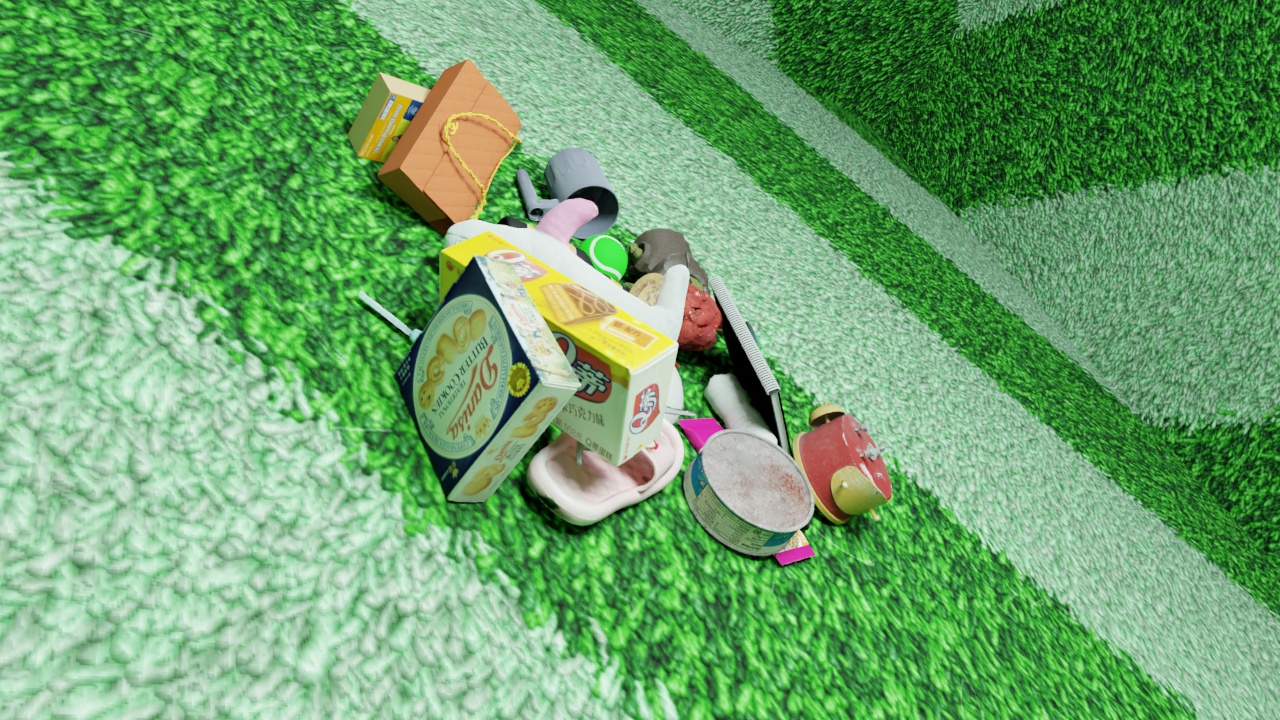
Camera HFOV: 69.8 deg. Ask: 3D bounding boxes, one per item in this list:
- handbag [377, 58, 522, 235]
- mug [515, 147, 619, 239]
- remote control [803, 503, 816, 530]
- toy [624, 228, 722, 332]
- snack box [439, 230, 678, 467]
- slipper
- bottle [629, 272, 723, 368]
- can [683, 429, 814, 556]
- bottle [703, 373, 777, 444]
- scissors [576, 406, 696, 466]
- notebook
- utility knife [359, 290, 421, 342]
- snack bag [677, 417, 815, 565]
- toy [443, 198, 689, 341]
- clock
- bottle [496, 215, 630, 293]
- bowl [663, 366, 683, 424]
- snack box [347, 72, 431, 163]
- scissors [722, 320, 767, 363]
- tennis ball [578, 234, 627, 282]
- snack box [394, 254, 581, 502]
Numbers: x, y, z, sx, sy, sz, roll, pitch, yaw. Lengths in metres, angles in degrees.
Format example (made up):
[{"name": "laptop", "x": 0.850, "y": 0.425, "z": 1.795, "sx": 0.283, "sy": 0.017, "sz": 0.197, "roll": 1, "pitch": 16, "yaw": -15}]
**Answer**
[{"name": "handbag", "x": -0.201, "y": -0.237, "z": 1.031, "sx": 0.109, "sy": 0.060, "sz": 0.171, "roll": 45, "pitch": 54, "yaw": -37}, {"name": "mug", "x": -0.101, "y": -0.226, "z": 1.235, "sx": 0.123, "sy": 0.084, "sz": 0.104, "roll": -6, "pitch": 44, "yaw": -18}, {"name": "remote control", "x": 0.195, "y": 0.153, "z": 1.074, "sx": 0.033, "sy": 0.015, "sz": 0.146, "roll": 40, "pitch": 27, "yaw": 2}, {"name": "toy", "x": 0.042, "y": -0.111, "z": 1.218, "sx": 0.179, "sy": 0.078, "sz": 0.152, "roll": 21, "pitch": 33, "yaw": -36}, {"name": "snack box", "x": -0.080, "y": -0.016, "z": 0.814, "sx": 0.230, "sy": 0.110, "sz": 0.061, "roll": 32, "pitch": 43, "yaw": 26}, {"name": "slipper", "x": -0.028, "y": 0.088, "z": 0.859, "sx": 0.107, "sy": 0.056, "sz": 0.221, "roll": 43, "pitch": 28, "yaw": 12}, {"name": "bottle", "x": 0.038, "y": -0.051, "z": 1.104, "sx": 0.111, "sy": 0.099, "sz": 0.099, "roll": 18, "pitch": 33, "yaw": -48}, {"name": "can", "x": 0.111, "y": 0.134, "z": 0.944, "sx": 0.130, "sy": 0.044, "sz": 0.129, "roll": 19, "pitch": 38, "yaw": -16}, {"name": "bottle", "x": 0.122, "y": 0.075, "z": 1.072, "sx": 0.044, "sy": 0.044, "sz": 0.136, "roll": 10, "pitch": 39, "yaw": -43}, {"name": "scissors", "x": -0.027, "y": 0.043, "z": 0.854, "sx": 0.141, "sy": 0.014, "sz": 0.174, "roll": 24, "pitch": 37, "yaw": 14}, {"name": "notebook", "x": 0.135, "y": 0.012, "z": 1.115, "sx": 0.149, "sy": 0.016, "sz": 0.206, "roll": 70, "pitch": -1, "yaw": -46}, {"name": "utility knife", "x": -0.195, "y": -0.013, "z": 0.851, "sx": 0.165, "sy": 0.015, "sz": 0.022, "roll": 39, "pitch": 26, "yaw": -3}, {"name": "snack bag", "x": 0.115, "y": 0.137, "z": 1.001, "sx": 0.070, "sy": 0.016, "sz": 0.196, "roll": 0, "pitch": 46, "yaw": -48}, {"name": "toy", "x": -0.081, "y": -0.072, "z": 0.972, "sx": 0.265, "sy": 0.186, "sz": 0.128, "roll": 26, "pitch": -7, "yaw": 7}, {"name": "clock", "x": 0.246, "y": 0.111, "z": 1.086, "sx": 0.117, "sy": 0.081, "sz": 0.158, "roll": 44, "pitch": 30, "yaw": -29}, {"name": "bottle", "x": -0.089, "y": -0.107, "z": 1.075, "sx": 0.181, "sy": 0.059, "sz": 0.059, "roll": 22, "pitch": 32, "yaw": -29}, {"name": "bowl", "x": -0.006, "y": 0.006, "z": 1.022, "sx": 0.149, "sy": 0.043, "sz": 0.149, "roll": 29, "pitch": 29, "yaw": -18}, {"name": "snack box", "x": -0.264, "y": -0.273, "z": 1.081, "sx": 0.125, "sy": 0.088, "sz": 0.040, "roll": 7, "pitch": 41, "yaw": -46}, {"name": "scissors", "x": 0.149, "y": -0.022, "z": 1.276, "sx": 0.155, "sy": 0.019, "sz": 0.124, "roll": 49, "pitch": 25, "yaw": 8}, {"name": "tennis ball", "x": -0.049, "y": -0.123, "z": 1.141, "sx": 0.065, "sy": 0.065, "sz": 0.065, "roll": 29, "pitch": 29, "yaw": -18}, {"name": "snack box", "x": -0.130, "y": 0.015, "z": 0.748, "sx": 0.042, "sy": 0.145, "sz": 0.145, "roll": 9, "pitch": 39, "yaw": -46}]
